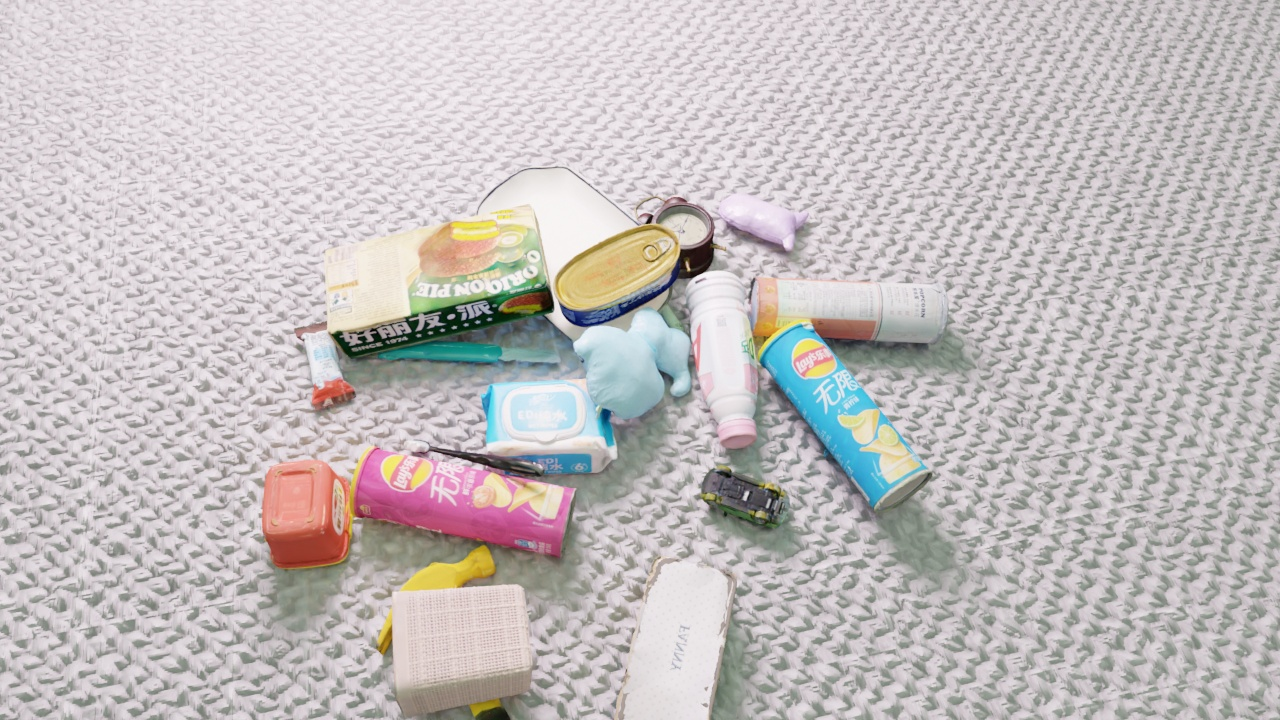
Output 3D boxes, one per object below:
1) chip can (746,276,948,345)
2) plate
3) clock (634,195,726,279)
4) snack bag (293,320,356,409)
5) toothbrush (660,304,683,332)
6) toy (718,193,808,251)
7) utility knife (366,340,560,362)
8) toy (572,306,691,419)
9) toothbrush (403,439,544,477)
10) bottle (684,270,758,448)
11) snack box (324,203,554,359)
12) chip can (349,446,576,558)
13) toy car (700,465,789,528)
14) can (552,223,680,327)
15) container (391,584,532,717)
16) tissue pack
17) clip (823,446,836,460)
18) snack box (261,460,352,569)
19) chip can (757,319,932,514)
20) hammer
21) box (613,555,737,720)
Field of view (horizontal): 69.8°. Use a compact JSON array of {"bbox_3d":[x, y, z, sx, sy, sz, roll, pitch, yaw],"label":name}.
[{"bbox_3d":[0.232,-0.057,1.043,0.214,0.071,0.071,2,59,-2],"label":"chip can"},{"bbox_3d":[-0.080,-0.122,1.074,0.266,0.034,0.161,41,75,19],"label":"plate"},{"bbox_3d":[0.041,-0.153,1.099,0.082,0.055,0.122,-32,64,-20],"label":"clock"},{"bbox_3d":[-0.344,0.002,0.998,0.048,0.026,0.104,-16,60,-20],"label":"snack bag"},{"bbox_3d":[0.001,-0.104,1.088,0.029,0.020,0.189,-13,60,-35],"label":"toothbrush"},{"bbox_3d":[0.149,-0.178,1.132,0.108,0.039,0.083,21,45,15],"label":"toy"},{"bbox_3d":[-0.196,-0.008,1.021,0.216,0.013,0.029,3,57,1],"label":"utility knife"},{"bbox_3d":[-0.006,0.006,0.966,0.161,0.050,0.155,40,50,-30],"label":"toy"},{"bbox_3d":[-0.167,0.096,0.911,0.181,0.018,0.015,6,87,32],"label":"toothbrush"},{"bbox_3d":[0.093,-0.001,1.006,0.068,0.068,0.196,-3,62,-6],"label":"bottle"},{"bbox_3d":[-0.221,-0.088,1.012,0.240,0.063,0.114,-13,61,-2],"label":"snack box"},{"bbox_3d":[-0.171,0.139,0.899,0.210,0.071,0.071,11,59,3],"label":"chip can"},{"bbox_3d":[0.105,0.141,0.935,0.091,0.036,0.043,21,61,8],"label":"toy car"},{"bbox_3d":[-0.024,-0.092,1.009,0.148,0.049,0.074,-29,68,-7],"label":"can"},{"bbox_3d":[-0.152,0.246,0.790,0.111,0.090,0.089,-5,58,-11],"label":"container"},{"bbox_3d":[-0.096,0.067,0.952,0.140,0.063,0.089,-2,58,-5],"label":"tissue pack"},{"bbox_3d":[0.211,0.083,0.991,0.042,0.014,0.056,12,60,5],"label":"clip"},{"bbox_3d":[-0.324,0.145,0.881,0.082,0.080,0.091,-5,60,-6],"label":"snack box"},{"bbox_3d":[0.210,0.056,0.957,0.071,0.071,0.210,-25,61,-18],"label":"chip can"},{"bbox_3d":[-0.135,0.316,0.817,0.128,0.033,0.300,-25,63,-17],"label":"hammer"},{"bbox_3d":[0.031,0.276,0.837,0.090,0.061,0.183,15,61,6],"label":"box"}]
